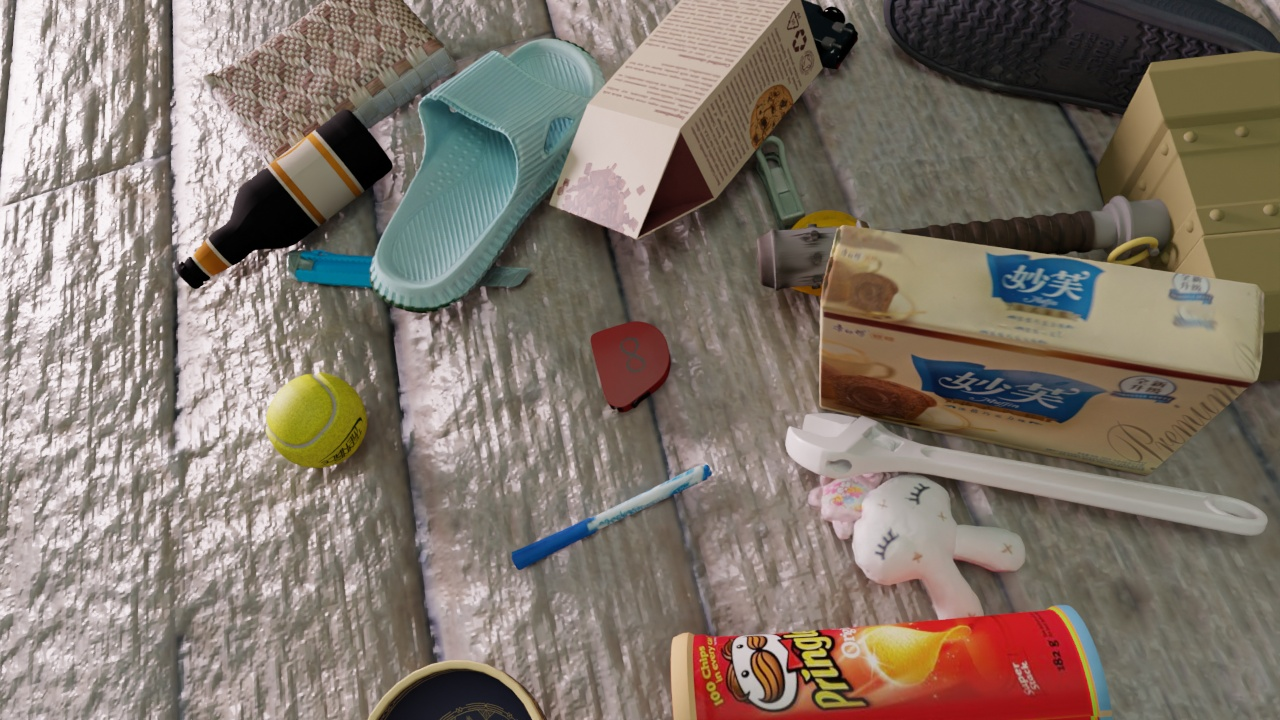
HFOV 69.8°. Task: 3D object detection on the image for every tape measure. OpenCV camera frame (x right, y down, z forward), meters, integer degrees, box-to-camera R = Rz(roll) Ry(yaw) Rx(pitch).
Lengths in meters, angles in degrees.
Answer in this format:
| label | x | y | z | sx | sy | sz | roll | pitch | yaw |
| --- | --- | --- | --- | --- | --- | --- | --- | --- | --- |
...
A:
| label | x | y | z | sx | sy | sz | roll | pitch | yaw |
| --- | --- | --- | --- | --- | --- | --- | --- | --- | --- |
| tape measure | -0.004 | 0.004 | 0.638 | 0.051 | 0.019 | 0.059 | -16 | 71 | 1 |
| tape measure | 0.130 | -0.074 | 0.640 | 0.068 | 0.030 | 0.058 | 14 | 70 | 11 |

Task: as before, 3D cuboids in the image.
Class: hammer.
| label | x | y | z | sx | sy | sz | roll | pitch | yaw |
| --- | --- | --- | --- | --- | --- | --- | --- | --- | --- |
| hammer | 0.237 | -0.078 | 0.577 | 0.325 | 0.101 | 0.190 | -5 | 65 | 7 |

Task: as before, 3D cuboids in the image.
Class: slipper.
| label | x | y | z | sx | sy | sz | roll | pitch | yaw |
| --- | --- | --- | --- | --- | --- | --- | --- | --- | --- |
| slipper | -0.117 | -0.157 | 0.699 | 0.116 | 0.069 | 0.275 | 23 | 68 | 15 |
| slipper | 0.309 | -0.244 | 0.642 | 0.268 | 0.111 | 0.083 | 22 | 69 | 16 |

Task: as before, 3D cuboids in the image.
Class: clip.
| label | x | y | z | sx | sy | sz | roll | pitch | yaw |
| --- | --- | --- | --- | --- | --- | --- | --- | --- | --- |
| clip | 0.102 | -0.128 | 0.672 | 0.023 | 0.043 | 0.076 | -14 | 64 | 2 |

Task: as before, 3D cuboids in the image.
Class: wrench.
| label | x | y | z | sx | sy | sz | roll | pitch | yaw |
| --- | --- | --- | --- | --- | --- | --- | --- | --- | --- |
| wrench | 0.224 | 0.069 | 0.549 | 0.273 | 0.066 | 0.018 | 10 | 111 | 10 |

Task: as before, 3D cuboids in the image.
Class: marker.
| label | x | y | z | sx | sy | sz | roll | pitch | yaw |
| --- | --- | --- | --- | --- | --- | --- | --- | --- | --- |
| marker | -0.018 | 0.101 | 0.601 | 0.142 | 0.013 | 0.013 | -25 | 64 | -2 |

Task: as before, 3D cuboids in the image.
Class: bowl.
| label | x | y | z | sx | sy | sz | roll | pitch | yaw |
| --- | --- | --- | --- | --- | --- | --- | --- | --- | --- |
| bowl | -0.100 | 0.234 | 0.528 | 0.112 | 0.061 | 0.112 | -4 | 65 | 9 |

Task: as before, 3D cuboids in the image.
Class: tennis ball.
| label | x | y | z | sx | sy | sz | roll | pitch | yaw |
| --- | --- | --- | --- | --- | --- | --- | --- | --- | --- |
| tennis ball | -0.224 | 0.042 | 0.636 | 0.065 | 0.065 | 0.065 | -4 | 65 | 9 |

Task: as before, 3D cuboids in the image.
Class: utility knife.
| label | x | y | z | sx | sy | sz | roll | pitch | yaw |
| --- | --- | --- | --- | --- | --- | --- | --- | --- | --- |
| utility knife | -0.184 | -0.070 | 0.708 | 0.207 | 0.015 | 0.031 | 4 | 72 | 11 |

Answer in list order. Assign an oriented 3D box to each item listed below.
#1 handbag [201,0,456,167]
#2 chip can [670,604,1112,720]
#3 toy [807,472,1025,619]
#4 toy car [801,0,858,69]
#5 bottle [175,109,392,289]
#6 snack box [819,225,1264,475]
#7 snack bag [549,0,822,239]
| label | x | y | z | sx | sy | sz | roll | pitch | yaw |
| --- | --- | --- | --- | --- | --- | --- | --- | --- | --- |
| handbag | -0.263 | -0.244 | 0.784 | 0.185 | 0.047 | 0.124 | -37 | 73 | -7 |
| chip can | 0.127 | 0.183 | 0.495 | 0.213 | 0.087 | 0.087 | -7 | 65 | 6 |
| toy | 0.161 | 0.104 | 0.551 | 0.125 | 0.037 | 0.075 | 34 | 72 | 18 |
| toy car | 0.116 | -0.265 | 0.727 | 0.112 | 0.034 | 0.046 | 29 | 75 | 20 |
| bottle | -0.285 | -0.121 | 0.724 | 0.181 | 0.059 | 0.059 | -40 | 65 | -8 |
| snack box | 0.207 | -0.002 | 0.525 | 0.207 | 0.153 | 0.055 | 11 | 69 | 16 |
| snack bag | 0.028 | -0.176 | 0.669 | 0.094 | 0.070 | 0.206 | 28 | 73 | 40 |
